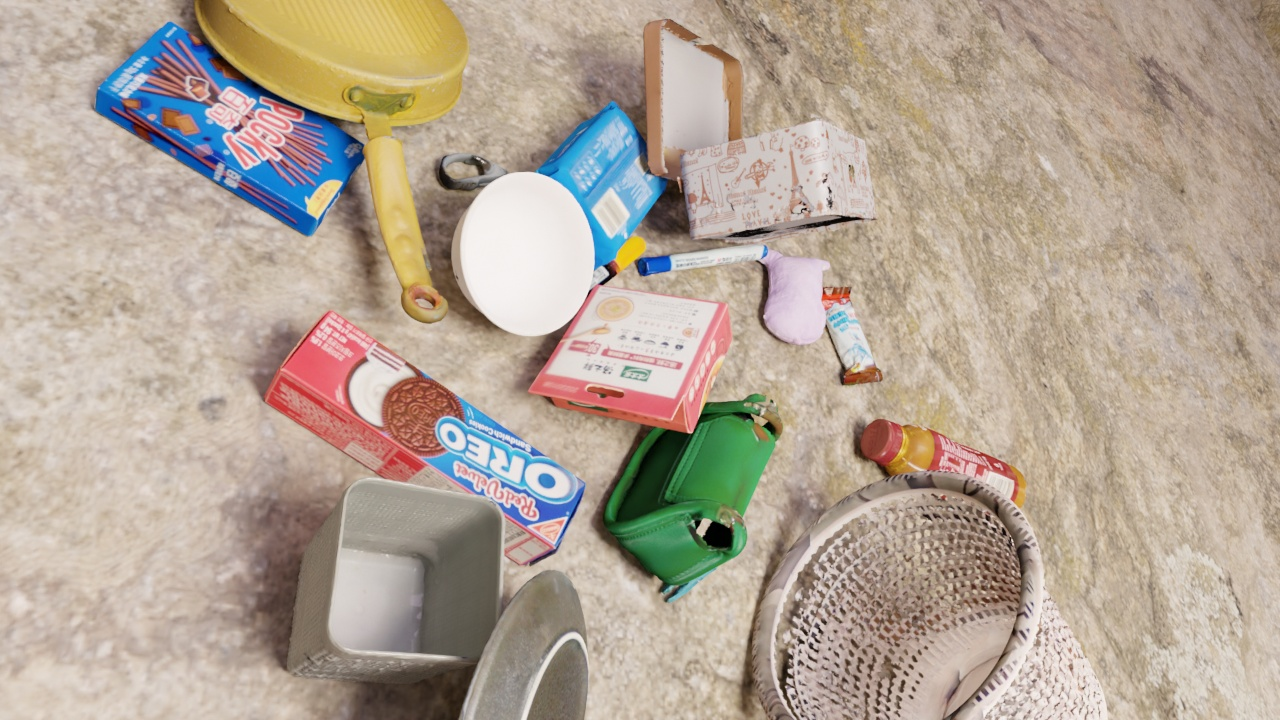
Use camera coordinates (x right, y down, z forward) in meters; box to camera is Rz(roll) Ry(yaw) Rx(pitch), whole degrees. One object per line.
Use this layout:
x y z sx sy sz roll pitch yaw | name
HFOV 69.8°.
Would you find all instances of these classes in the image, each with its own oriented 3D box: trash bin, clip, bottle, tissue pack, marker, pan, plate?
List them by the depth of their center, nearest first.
-0.058 0.206 0.507 0.024 0.180 0.179 7 51 15 | plate
-0.198 -0.181 0.663 0.197 0.078 0.357 -4 52 -38 | pan
0.228 0.225 0.674 0.192 0.228 0.226 42 47 -25 | trash bin
0.036 0.162 0.690 0.056 0.015 0.049 -34 89 -42 | clip
-0.035 -0.071 0.774 0.018 0.015 0.123 48 50 -1 | marker
-0.037 -0.148 0.778 0.095 0.052 0.156 56 44 -25 | tissue pack
0.060 -0.094 0.843 0.145 0.017 0.017 -12 72 -34 | marker
0.288 0.102 0.874 0.174 0.058 0.057 23 53 -24 | bottle

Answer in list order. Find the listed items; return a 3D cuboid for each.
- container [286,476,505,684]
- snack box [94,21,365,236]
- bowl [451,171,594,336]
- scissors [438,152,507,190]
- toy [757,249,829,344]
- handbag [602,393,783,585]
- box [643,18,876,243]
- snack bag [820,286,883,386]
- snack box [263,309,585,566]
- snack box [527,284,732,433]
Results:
-0.141 0.131 0.513 0.090 0.115 0.090 15 57 -28 | container
-0.280 -0.161 0.640 0.157 0.026 0.084 32 50 -17 | snack box
-0.100 -0.078 0.685 0.118 0.065 0.118 -4 95 -43 | bowl
-0.094 -0.149 0.776 0.170 0.014 0.159 21 54 -27 | scissors
0.146 -0.062 0.880 0.084 0.039 0.107 11 58 -9 | toy
0.042 0.088 0.666 0.068 0.120 0.131 44 46 -15 | handbag
0.108 -0.208 0.821 0.182 0.157 0.193 -13 96 -63 | box
0.206 -0.025 0.911 0.048 0.026 0.104 -5 67 -24 | snack bag
-0.137 0.055 0.599 0.207 0.058 0.057 37 52 -13 | snack box
-0.004 0.004 0.691 0.113 0.044 0.126 10 47 20 | snack box
